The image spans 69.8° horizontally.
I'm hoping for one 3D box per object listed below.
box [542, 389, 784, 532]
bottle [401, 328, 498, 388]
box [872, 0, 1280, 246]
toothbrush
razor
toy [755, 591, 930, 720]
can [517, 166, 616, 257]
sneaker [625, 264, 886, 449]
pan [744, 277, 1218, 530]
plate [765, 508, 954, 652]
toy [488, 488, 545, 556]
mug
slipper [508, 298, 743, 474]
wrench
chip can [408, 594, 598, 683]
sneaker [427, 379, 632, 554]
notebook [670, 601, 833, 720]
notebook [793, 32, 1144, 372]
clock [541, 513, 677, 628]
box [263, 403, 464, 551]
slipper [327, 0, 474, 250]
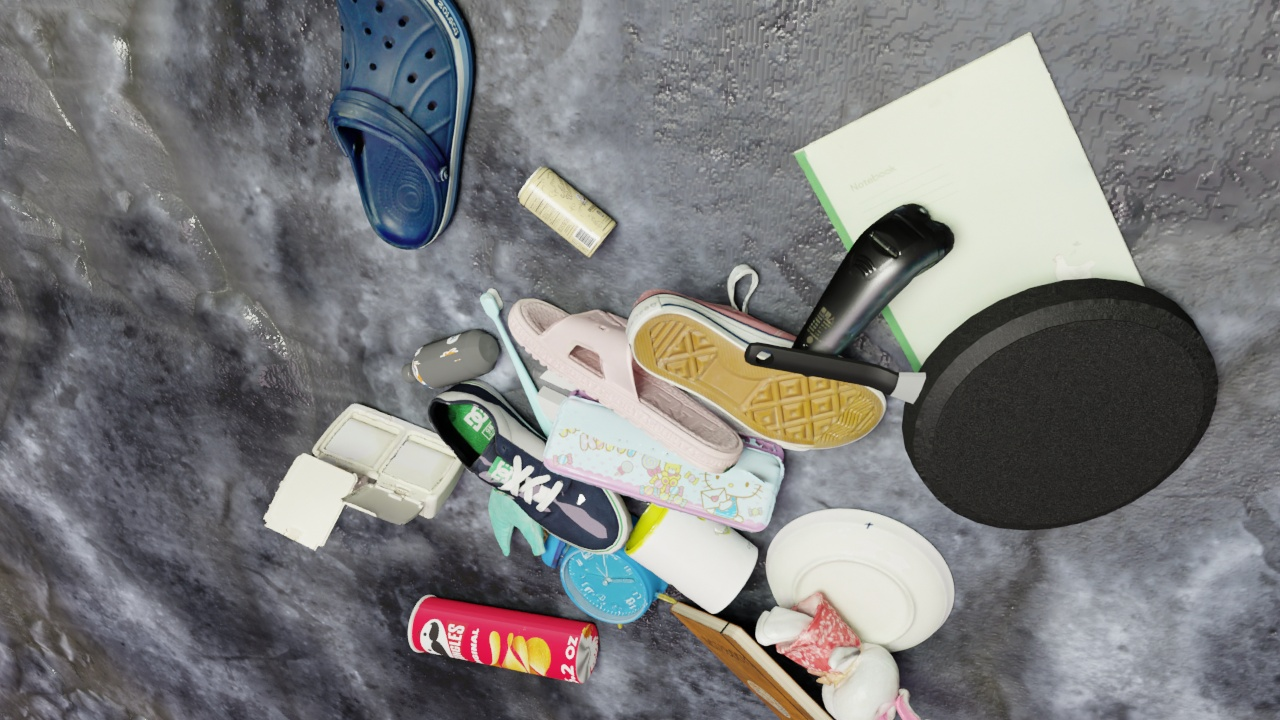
[{"bbox_3d":[0.024,0.087,0.844,0.214,0.096,0.077,15,106,7],"label":"box"},{"bbox_3d":[-0.192,0.001,0.909,0.113,0.046,0.047,-16,113,30],"label":"bottle"},{"bbox_3d":[0.217,-0.192,0.419,0.214,0.324,0.153,-14,146,27],"label":"box"},{"bbox_3d":[-0.115,0.010,0.904,0.016,0.016,0.181,-8,118,25],"label":"toothbrush"},{"bbox_3d":[0.170,-0.048,0.689,0.152,0.067,0.054,-54,51,18],"label":"razor"},{"bbox_3d":[0.196,0.298,0.872,0.194,0.084,0.159,43,155,-8],"label":"toy"},{"bbox_3d":[-0.063,-0.127,0.780,0.079,0.038,0.038,38,127,-4],"label":"can"},{"bbox_3d":[0.094,-0.002,0.768,0.241,0.087,0.118,24,117,-20],"label":"sneaker"},{"bbox_3d":[0.251,0.031,0.686,0.356,0.034,0.226,10,124,-7],"label":"pan"},{"bbox_3d":[0.209,0.226,0.894,0.182,0.034,0.183,11,124,16],"label":"plate"},{"bbox_3d":[-0.135,0.168,0.983,0.105,0.033,0.085,-22,82,58],"label":"toy"},{"bbox_3d":[0.050,0.186,0.904,0.106,0.082,0.083,36,127,-4],"label":"mug"},{"bbox_3d":[-0.005,0.005,0.797,0.239,0.094,0.064,36,111,14],"label":"slipper"},{"bbox_3d":[0.031,0.053,0.870,0.273,0.018,0.087,12,124,14],"label":"wrench"},{"bbox_3d":[-0.163,0.330,1.092,0.221,0.069,0.069,4,122,20],"label":"chip can"},{"bbox_3d":[-0.113,0.111,0.895,0.235,0.079,0.084,39,106,8],"label":"sneaker"},{"bbox_3d":[0.150,0.350,0.947,0.249,0.014,0.179,46,162,-10],"label":"notebook"},{"bbox_3d":[0.254,-0.088,0.691,0.182,0.010,0.252,-22,110,33],"label":"notebook"},{"bbox_3d":[-0.040,0.209,0.970,0.161,0.060,0.117,47,127,-7],"label":"clock"},{"bbox_3d":[-0.269,0.114,0.922,0.143,0.190,0.069,19,125,2],"label":"box"},{"bbox_3d":[-0.202,-0.198,0.761,0.105,0.095,0.253,17,129,15],"label":"slipper"}]
